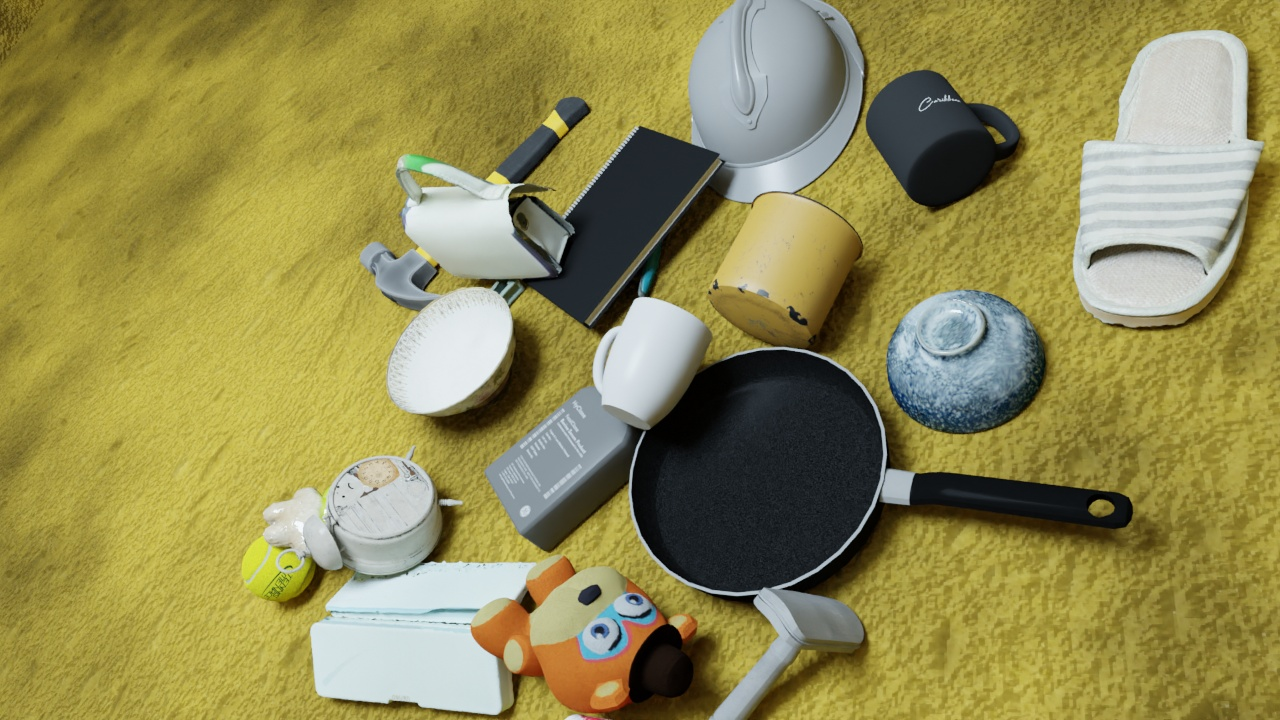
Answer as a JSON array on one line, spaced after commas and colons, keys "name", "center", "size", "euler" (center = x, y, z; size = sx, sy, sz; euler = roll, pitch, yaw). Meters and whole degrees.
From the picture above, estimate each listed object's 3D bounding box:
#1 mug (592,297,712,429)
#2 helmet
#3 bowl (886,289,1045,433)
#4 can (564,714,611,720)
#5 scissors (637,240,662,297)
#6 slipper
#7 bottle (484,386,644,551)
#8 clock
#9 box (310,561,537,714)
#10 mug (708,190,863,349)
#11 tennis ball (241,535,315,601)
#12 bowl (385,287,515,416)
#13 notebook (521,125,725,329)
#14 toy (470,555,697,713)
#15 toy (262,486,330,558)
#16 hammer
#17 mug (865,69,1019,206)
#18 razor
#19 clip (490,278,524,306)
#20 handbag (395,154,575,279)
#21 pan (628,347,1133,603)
[{"name": "mug", "center": [-0.004, 0.004, 0.749], "size": [0.107, 0.071, 0.089], "euler": [8, 67, 48]}, {"name": "helmet", "center": [0.114, -0.294, 0.896], "size": [0.184, 0.117, 0.270], "euler": [-9, 59, 26]}, {"name": "bowl", "center": [0.232, -0.011, 0.674], "size": [0.114, 0.061, 0.114], "euler": [-16, 51, 21]}, {"name": "can", "center": [-0.009, 0.279, 0.618], "size": [0.105, 0.064, 0.064], "euler": [-3, 58, 30]}, {"name": "scissors", "center": [0.002, -0.116, 0.911], "size": [0.156, 0.019, 0.124], "euler": [-36, 49, 6]}, {"name": "slipper", "center": [0.391, -0.147, 0.680], "size": [0.115, 0.054, 0.272], "euler": [12, 65, 31]}, {"name": "bottle", "center": [-0.044, 0.074, 0.790], "size": [0.174, 0.046, 0.083], "euler": [-41, 48, 0]}, {"name": "clock", "center": [-0.246, 0.140, 0.810], "size": [0.156, 0.061, 0.103], "euler": [-28, 56, -33]}, {"name": "box", "center": [-0.183, 0.228, 0.777], "size": [0.198, 0.074, 0.126], "euler": [-5, 39, 27]}, {"name": "mug", "center": [0.114, -0.069, 0.768], "size": [0.094, 0.100, 0.124], "euler": [-61, 10, -15]}, {"name": "tennis ball", "center": [-0.344, 0.196, 0.874], "size": [0.065, 0.065, 0.065], "euler": [-16, 53, 21]}, {"name": "bowl", "center": [-0.173, 0.004, 0.904], "size": [0.145, 0.063, 0.145], "euler": [-16, 52, 21]}, {"name": "notebook", "center": [-0.026, -0.140, 0.921], "size": [0.206, 0.016, 0.149], "euler": [-51, 41, -2]}, {"name": "toy", "center": [-0.036, 0.202, 0.669], "size": [0.176, 0.096, 0.111], "euler": [19, 36, 34]}, {"name": "toy", "center": [-0.293, 0.152, 0.863], "size": [0.117, 0.043, 0.092], "euler": [-3, 50, -14]}, {"name": "hammer", "center": [-0.177, -0.187, 1.061], "size": [0.324, 0.034, 0.170], "euler": [-47, 49, -7]}, {"name": "mug", "center": [0.261, -0.190, 0.776], "size": [0.113, 0.078, 0.088], "euler": [-11, 50, -8]}, {"name": "razor", "center": [0.085, 0.208, 0.615], "size": [0.116, 0.088, 0.047], "euler": [-55, 46, 13]}, {"name": "clip", "center": [-0.156, -0.057, 0.963], "size": [0.043, 0.023, 0.075], "euler": [27, 73, 42]}, {"name": "handbag", "center": [-0.166, -0.153, 0.898], "size": [0.151, 0.176, 0.073], "euler": [2, 65, 34]}, {"name": "pan", "center": [0.153, 0.090, 0.662], "size": [0.356, 0.044, 0.203], "euler": [4, 62, 33]}]
